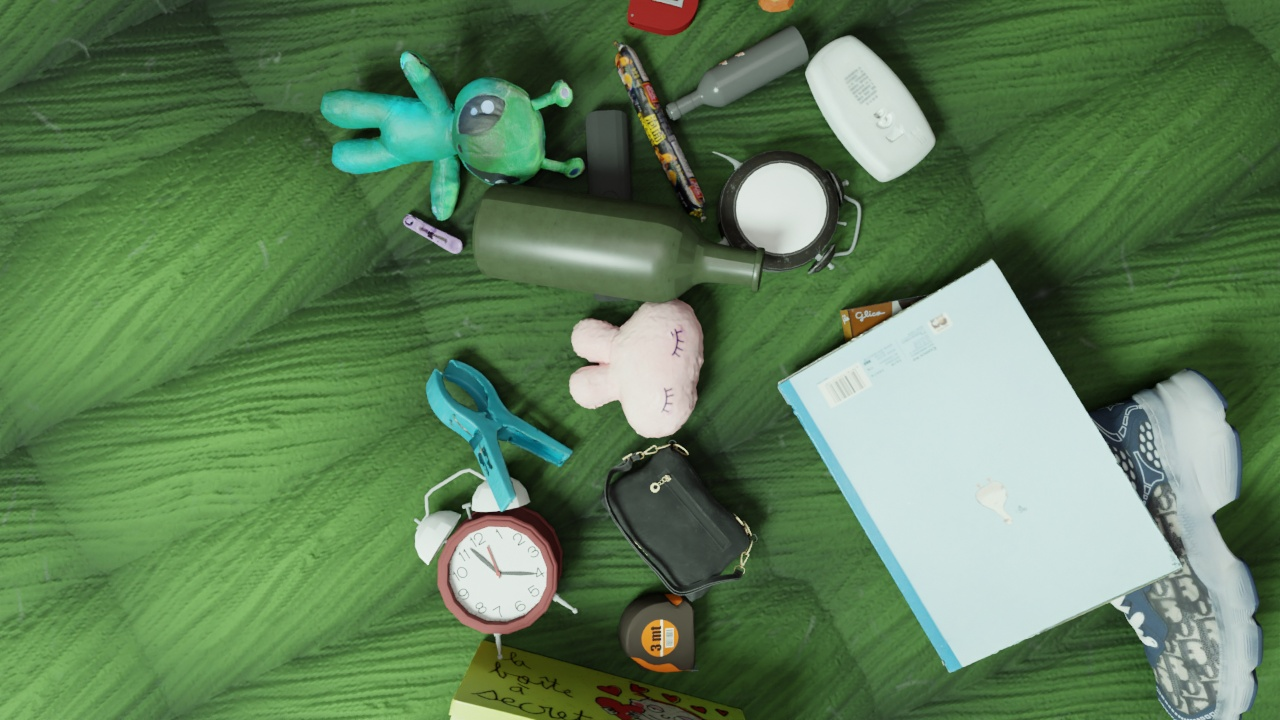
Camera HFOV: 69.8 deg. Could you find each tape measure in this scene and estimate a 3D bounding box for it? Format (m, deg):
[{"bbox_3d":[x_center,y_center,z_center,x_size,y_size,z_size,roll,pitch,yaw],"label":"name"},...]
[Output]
[{"bbox_3d":[0.020,-0.283,0.706,0.051,0.019,0.059,13,92,0],"label":"tape measure"},{"bbox_3d":[0.012,0.212,0.716,0.058,0.038,0.058,-3,92,-13],"label":"tape measure"}]

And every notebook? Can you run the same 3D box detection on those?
[{"bbox_3d":[0.241,0.081,0.672,0.181,0.009,0.253,-31,86,15],"label":"notebook"}]

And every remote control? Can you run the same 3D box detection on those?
[{"bbox_3d":[0.174,-0.193,0.703,0.060,0.028,0.114,-39,91,2],"label":"remote control"},{"bbox_3d":[-0.023,-0.119,0.714,0.033,0.015,0.147,-2,92,1],"label":"remote control"}]

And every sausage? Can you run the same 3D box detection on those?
[{"bbox_3d":[0.015,-0.177,0.710,0.020,0.020,0.155,-25,91,1],"label":"sausage"}]

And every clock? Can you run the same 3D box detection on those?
[{"bbox_3d":[-0.114,0.150,0.708,0.096,0.048,0.137,-32,93,1],"label":"clock"},{"bbox_3d":[0.110,-0.113,0.699,0.123,0.044,0.091,9,92,0],"label":"clock"}]

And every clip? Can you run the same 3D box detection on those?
[{"bbox_3d":[-0.121,0.055,0.695,0.120,0.103,0.027,48,131,9],"label":"clip"},{"bbox_3d":[-0.166,-0.102,0.718,0.051,0.045,0.014,26,93,-43],"label":"clip"}]

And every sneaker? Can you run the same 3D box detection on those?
[{"bbox_3d":[0.373,0.146,0.691,0.132,0.103,0.269,-8,92,15],"label":"sneaker"}]

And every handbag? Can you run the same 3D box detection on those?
[{"bbox_3d":[0.030,0.122,0.704,0.079,0.054,0.128,-42,89,-2],"label":"handbag"}]

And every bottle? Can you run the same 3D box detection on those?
[{"bbox_3d":[0.071,-0.216,0.703,0.113,0.030,0.030,-28,91,1],"label":"bottle"},{"bbox_3d":[-0.015,-0.081,0.668,0.207,0.071,0.071,10,92,10],"label":"bottle"}]

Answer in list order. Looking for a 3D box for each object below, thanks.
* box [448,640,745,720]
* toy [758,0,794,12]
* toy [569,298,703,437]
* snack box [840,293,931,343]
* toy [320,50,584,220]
[{"bbox_3d":[-0.032,0.286,0.677,0.221,0.124,0.080,17,92,2],"label":"box"},{"bbox_3d":[0.069,-0.327,0.674,0.176,0.096,0.112,27,88,-11],"label":"toy"},{"bbox_3d":[-0.004,0.004,0.704,0.105,0.053,0.108,3,93,15],"label":"toy"},{"bbox_3d":[0.223,0.043,0.709,0.101,0.031,0.186,-10,92,1],"label":"snack box"},{"bbox_3d":[-0.141,-0.174,0.691,0.193,0.072,0.131,2,130,3],"label":"toy"}]
